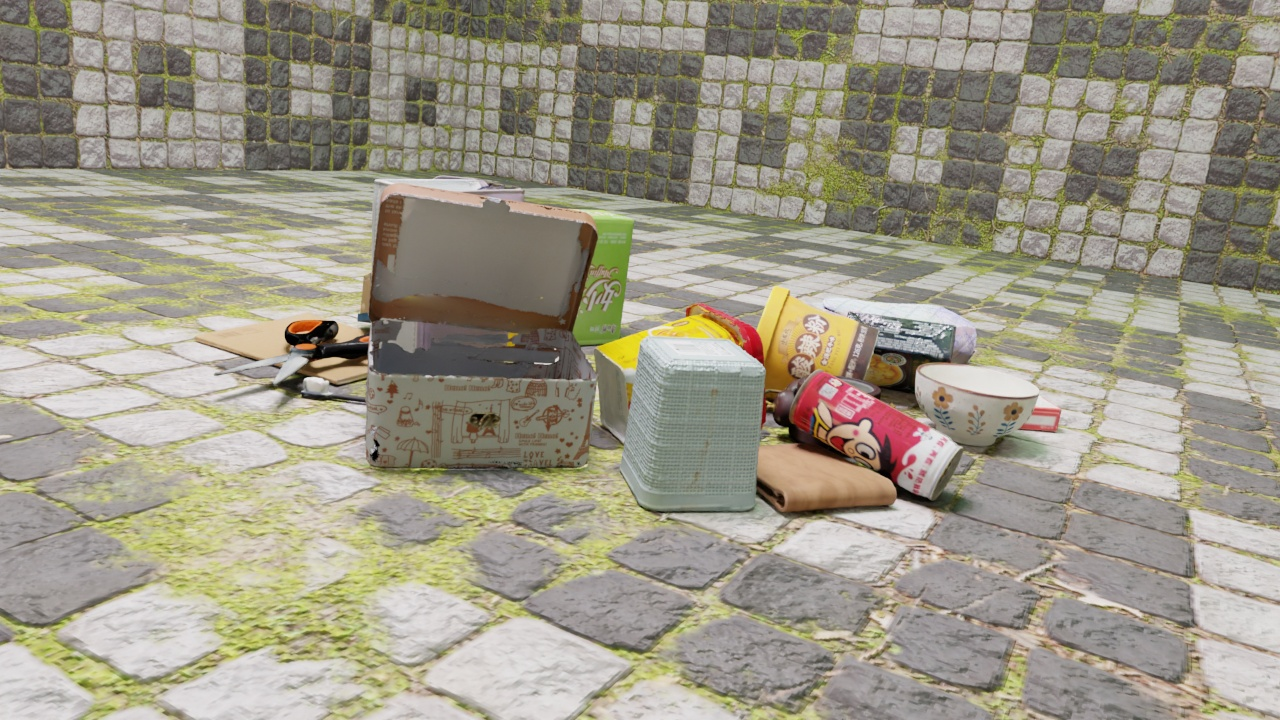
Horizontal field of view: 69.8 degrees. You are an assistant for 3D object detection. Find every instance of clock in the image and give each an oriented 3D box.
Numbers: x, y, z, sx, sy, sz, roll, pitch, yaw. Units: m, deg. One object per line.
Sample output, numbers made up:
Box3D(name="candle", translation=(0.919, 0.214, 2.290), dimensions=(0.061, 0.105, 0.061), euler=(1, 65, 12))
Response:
Box3D(name="clock", translation=(0.168, 0.046, 0.846), dimensions=(0.122, 0.055, 0.081), euler=(10, 15, 23))

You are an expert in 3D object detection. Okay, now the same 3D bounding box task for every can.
Box3D(name="can", translation=(0.192, 0.060, 0.753), dimensions=(0.133, 0.053, 0.053), euler=(31, 25, 28))

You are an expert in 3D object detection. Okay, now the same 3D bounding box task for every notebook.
Box3D(name="notebook", translation=(-0.336, -0.015, 0.964), dimensions=(0.212, 0.012, 0.149), euler=(14, 17, 28))

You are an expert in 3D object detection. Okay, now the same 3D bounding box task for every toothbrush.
Box3D(name="toothbrush", translation=(-0.213, 0.036, 0.812), dimensions=(0.181, 0.018, 0.015), euler=(8, 12, 4))

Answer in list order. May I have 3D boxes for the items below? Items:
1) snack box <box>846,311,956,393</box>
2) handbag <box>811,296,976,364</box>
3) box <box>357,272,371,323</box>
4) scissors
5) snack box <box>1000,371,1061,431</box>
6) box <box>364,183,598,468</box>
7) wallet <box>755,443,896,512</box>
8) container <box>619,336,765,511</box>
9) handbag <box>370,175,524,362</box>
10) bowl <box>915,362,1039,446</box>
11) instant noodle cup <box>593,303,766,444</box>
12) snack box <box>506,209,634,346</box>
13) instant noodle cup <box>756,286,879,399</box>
Box3D(name="snack box", translation=(0.285, -0.004, 1.015), dimensions=(0.113, 0.053, 0.126), euler=(9, -24, 18))
Box3D(name="handbag", translation=(0.314, -0.038, 1.185), dimensions=(0.193, 0.076, 0.134), euler=(1, 16, -15))
Box3D(name="box", translation=(-0.262, -0.065, 1.017), dimensions=(0.089, 0.059, 0.184), euler=(6, -2, -20))
Box3D(name="scissors", translation=(-0.318, -0.009, 0.886), dimensions=(0.221, 0.022, 0.211), euler=(-10, 20, -44))
Box3D(name="snack box", translation=(0.393, 0.040, 1.016), dimensions=(0.075, 0.025, 0.152), euler=(4, 14, -3))
Box3D(name="box", translation=(-0.123, -0.033, 0.735), dimensions=(0.183, 0.194, 0.156), euler=(2, 22, -18))
Box3D(name="wallet", translation=(0.130, 0.090, 0.734), dimensions=(0.101, 0.020, 0.115), euler=(1, 14, -22))
Box3D(name="container", translation=(0.040, 0.044, 0.689), dimensions=(0.090, 0.111, 0.090), euler=(3, 15, -15))
Box3D(name="handbag", translation=(-0.184, -0.073, 0.875), dimensions=(0.098, 0.197, 0.144), euler=(15, 17, 30))
Box3D(name="bowl", translation=(0.322, 0.046, 0.895), dimensions=(0.113, 0.062, 0.113), euler=(6, 16, -2))
Box3D(name="instant noodle cup", translation=(0.031, 0.020, 0.802), dimensions=(0.123, 0.116, 0.116), euler=(-12, 20, -19))
Box3D(name="snack box", translation=(-0.118, -0.098, 1.076), dimensions=(0.209, 0.158, 0.070), euler=(-4, 19, -33))
Box3D(name="instant noodle cup", translation=(0.173, -0.003, 0.933), dimensions=(0.114, 0.118, 0.118), euler=(19, 17, 12))
